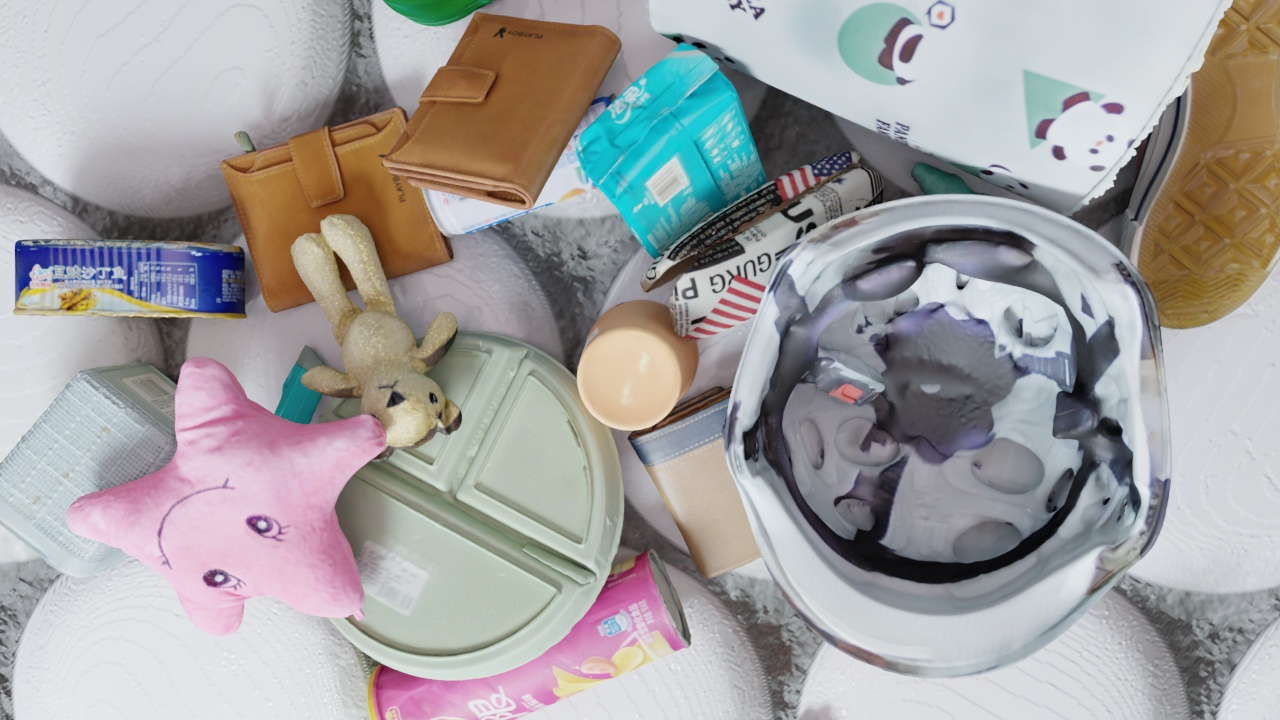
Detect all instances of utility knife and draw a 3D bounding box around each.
[{"bbox_3d":[-0.256,0.062,0.644,0.029,0.013,0.158,29,100,3],"label":"utility knife"}]

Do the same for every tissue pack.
[{"bbox_3d":[0.022,-0.117,0.551,0.093,0.133,0.050,-41,67,3],"label":"tissue pack"}]

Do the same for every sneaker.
[{"bbox_3d":[0.338,-0.138,0.552,0.118,0.087,0.241,-1,118,15],"label":"sneaker"}]

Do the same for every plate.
[{"bbox_3d":[-0.125,0.090,0.598,0.230,0.027,0.230,-2,78,11],"label":"plate"}]

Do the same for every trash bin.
[{"bbox_3d":[0.152,-0.226,0.489,0.252,0.229,0.229,22,97,6],"label":"trash bin"}]

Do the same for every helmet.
[{"bbox_3d":[0.173,0.035,0.537,0.229,0.145,0.259,4,100,21],"label":"helmet"}]

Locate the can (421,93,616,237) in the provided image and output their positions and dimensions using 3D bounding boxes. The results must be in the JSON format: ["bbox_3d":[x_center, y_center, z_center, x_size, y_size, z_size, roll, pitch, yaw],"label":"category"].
[{"bbox_3d":[-0.071,-0.124,0.591,0.134,0.053,0.053,-18,95,5],"label":"can"}]

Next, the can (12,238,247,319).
[{"bbox_3d":[-0.335,-0.052,0.605,0.148,0.074,0.049,1,93,3],"label":"can"}]

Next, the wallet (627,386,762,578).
[{"bbox_3d":[0.056,0.080,0.614,0.090,0.033,0.115,-26,100,8],"label":"wallet"}]

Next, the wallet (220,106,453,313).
[{"bbox_3d":[-0.204,-0.106,0.614,0.131,0.035,0.119,-16,101,5],"label":"wallet"}]

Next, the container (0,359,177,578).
[{"bbox_3d":[-0.352,0.067,0.613,0.090,0.090,0.111,40,94,-2],"label":"container"}]

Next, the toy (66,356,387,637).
[{"bbox_3d":[-0.228,0.092,0.552,0.195,0.074,0.178,-43,105,15],"label":"toy"}]

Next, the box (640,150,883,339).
[{"bbox_3d":[0.070,-0.083,0.560,0.163,0.075,0.082,-30,56,-15],"label":"box"}]

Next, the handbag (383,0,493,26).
[{"bbox_3d":[-0.126,-0.287,0.575,0.131,0.068,0.120,-29,86,7],"label":"handbag"}]

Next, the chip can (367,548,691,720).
[{"bbox_3d":[-0.074,0.199,0.618,0.210,0.071,0.071,-25,94,6],"label":"chip can"}]

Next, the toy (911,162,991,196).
[{"bbox_3d":[0.199,-0.069,0.595,0.096,0.030,0.092,26,102,-7],"label":"toy"}]

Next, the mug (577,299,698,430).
[{"bbox_3d":[-0.003,0.003,0.566,0.078,0.122,0.078,0,96,4],"label":"mug"}]

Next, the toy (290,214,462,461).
[{"bbox_3d":[-0.170,-0.017,0.578,0.105,0.066,0.157,-24,83,-11],"label":"toy"}]

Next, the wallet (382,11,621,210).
[{"bbox_3d":[-0.084,-0.157,0.564,0.108,0.031,0.131,16,66,21],"label":"wallet"}]
